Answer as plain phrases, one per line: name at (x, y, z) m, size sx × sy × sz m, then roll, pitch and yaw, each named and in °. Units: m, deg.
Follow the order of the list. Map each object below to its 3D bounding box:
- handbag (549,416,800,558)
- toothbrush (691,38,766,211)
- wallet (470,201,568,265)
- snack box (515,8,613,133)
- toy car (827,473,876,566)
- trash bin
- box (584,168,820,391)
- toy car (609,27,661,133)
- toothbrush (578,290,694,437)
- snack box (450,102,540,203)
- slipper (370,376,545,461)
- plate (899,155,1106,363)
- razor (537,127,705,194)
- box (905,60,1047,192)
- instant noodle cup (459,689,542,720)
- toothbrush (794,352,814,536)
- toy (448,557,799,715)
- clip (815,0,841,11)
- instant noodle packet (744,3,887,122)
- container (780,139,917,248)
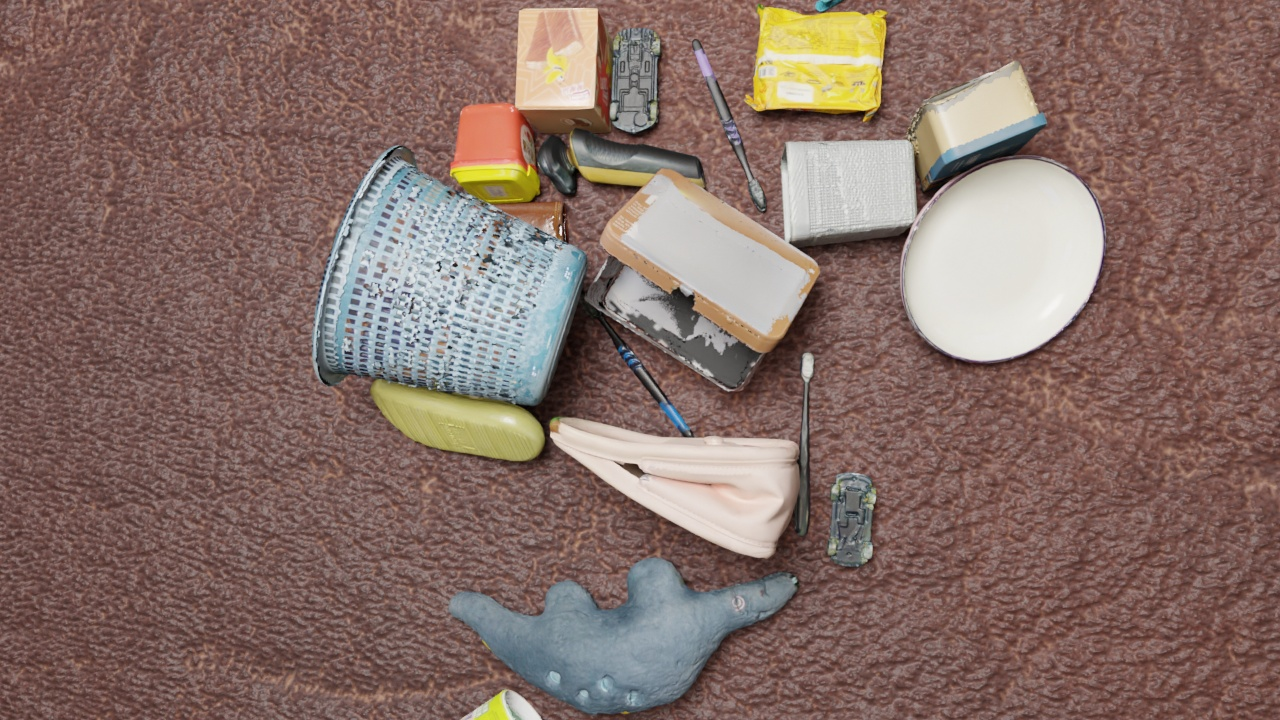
handbag at (0.027, 0.095, 0.836) m, size 0.234 × 0.193 × 0.093 m, roll 14°, pitch 90°, yaw 13°
toothbrush at (0.087, -0.235, 0.910) m, size 0.014 × 0.016 × 0.189 m, roll -22°, pitch 85°, yaw 8°
wallet at (-0.123, -0.100, 0.934) m, size 0.101 × 0.032 × 0.124 m, roll -3°, pitch 92°, yaw 10°
snack box at (-0.071, -0.279, 0.895) m, size 0.077 × 0.092 × 0.094 m, roll 2°, pitch 90°, yaw 8°
toy car at (0.202, 0.153, 0.883) m, size 0.043 × 0.034 × 0.090 m, roll 2°, pitch 92°, yaw 6°
trash bin at (-0.160, -0.055, 0.836) m, size 0.195 × 0.226 × 0.226 m, roll 19°, pitch 93°, yaw -3°
box at (0.056, -0.072, 0.833) m, size 0.182 × 0.177 × 0.153 m, roll 32°, pitch 96°, yaw 8°
toy car at (-0.004, -0.277, 0.915) m, size 0.049 × 0.031 × 0.105 m, roll 3°, pitch 89°, yaw 9°
toothbrush at (-0.005, 0.005, 0.925) m, size 0.014 × 0.016 × 0.189 m, roll -38°, pitch 86°, yaw 12°
snack box at (-0.144, -0.205, 0.910) m, size 0.082 × 0.091 × 0.080 m, roll -2°, pitch 83°, yaw 8°
slipper at (-0.176, 0.046, 0.926) m, size 0.191 × 0.092 × 0.081 m, roll 13°, pitch 52°, yaw 18°
plate at (0.323, -0.093, 0.836) m, size 0.192 × 0.039 × 0.193 m, roll -3°, pitch 113°, yaw -7°
razor at (-0.018, -0.191, 0.913) m, size 0.167 × 0.062 × 0.068 m, roll 7°, pitch 121°, yaw 3°
box at (0.285, -0.199, 0.796) m, size 0.090 × 0.184 × 0.061 m, roll -21°, pitch 89°, yaw 13°
instant noodle cup at (-0.155, 0.396, 0.907) m, size 0.123 × 0.111 × 0.111 m, roll -41°, pitch 84°, yaw -1°
toothbrush at (0.161, 0.083, 0.899) m, size 0.016 × 0.018 × 0.181 m, roll 2°, pitch 92°, yaw 6°
toy at (-0.018, 0.271, 0.897) m, size 0.356 × 0.091 × 0.137 m, roll -9°, pitch 61°, yaw 7°
clip at (0.196, -0.359, 0.891) m, size 0.056 × 0.040 × 0.014 m, roll -28°, pitch 87°, yaw 0°
instant noodle packet at (0.168, -0.286, 0.883) m, size 0.128 × 0.044 × 0.110 m, roll 5°, pitch 84°, yaw 5°
container at (0.193, -0.157, 0.858) m, size 0.114 × 0.090 × 0.090 m, roll -3°, pitch 90°, yaw 6°
